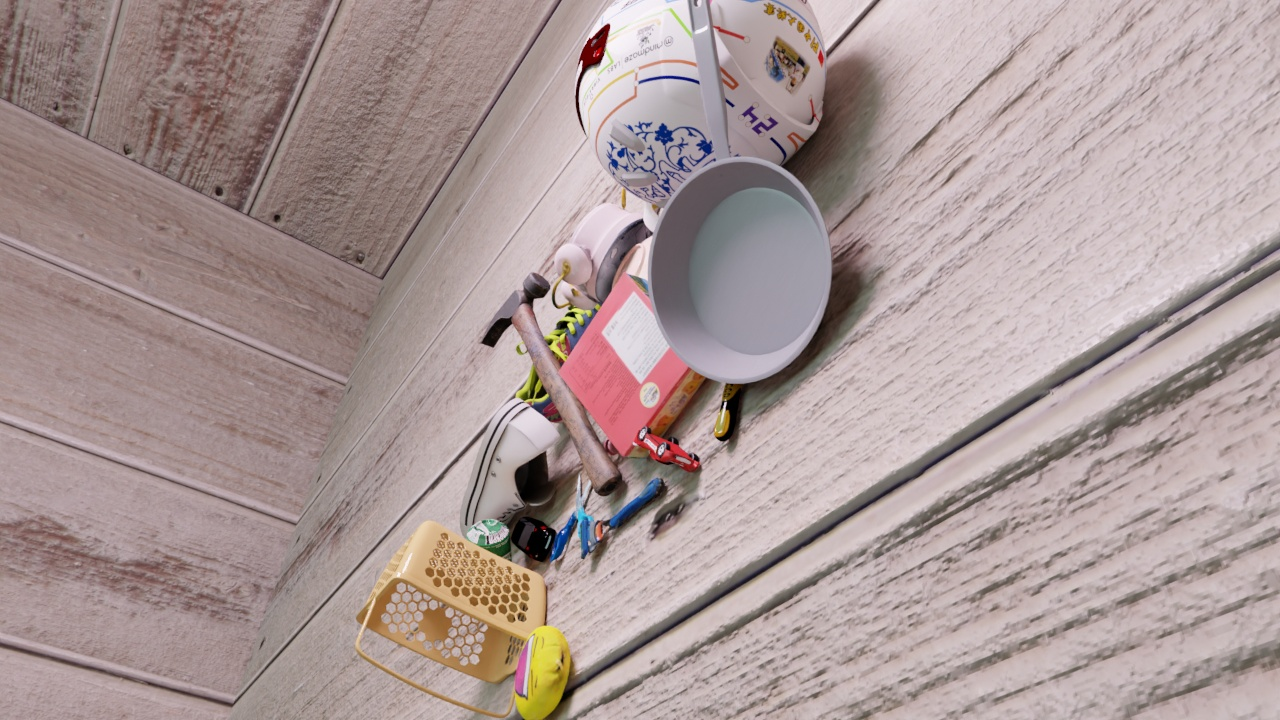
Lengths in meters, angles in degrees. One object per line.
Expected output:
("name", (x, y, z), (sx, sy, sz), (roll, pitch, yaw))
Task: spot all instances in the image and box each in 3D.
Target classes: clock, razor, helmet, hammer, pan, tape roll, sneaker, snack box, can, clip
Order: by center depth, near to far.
("pan", (0.081, -0.158, 0.827), (0.201, 0.050, 0.356), (-6, 89, 42))
("razor", (0.089, 0.011, 0.868), (0.044, 0.021, 0.143), (-10, 53, 40))
("razor", (-0.018, 0.160, 0.948), (0.141, 0.018, 0.043), (-41, 38, 36))
("snack box", (-0.006, 0.006, 0.977), (0.143, 0.040, 0.145), (-55, 53, 20))
("helmet", (0.049, -0.277, 0.981), (0.315, 0.231, 0.235), (-14, 54, 49))
("clip", (-0.020, 0.078, 1.038), (0.045, 0.023, 0.059), (-44, 26, 38))
("tape roll", (0.051, -0.167, 1.051), (0.093, 0.094, 0.019), (-95, 8, -51))
("hammer", (-0.104, 0.036, 1.093), (0.120, 0.033, 0.330), (-49, 47, 20))
("clock", (-0.050, -0.120, 1.108), (0.157, 0.059, 0.117), (-48, -21, -17))
("can", (-0.183, 0.245, 1.119), (0.053, 0.053, 0.101), (-118, 25, -63))
("sneaker", (-0.156, 0.162, 1.174), (0.091, 0.097, 0.246), (-37, -23, -51))
("sneaker", (-0.084, -0.031, 1.182), (0.116, 0.091, 0.242), (31, 97, 43))

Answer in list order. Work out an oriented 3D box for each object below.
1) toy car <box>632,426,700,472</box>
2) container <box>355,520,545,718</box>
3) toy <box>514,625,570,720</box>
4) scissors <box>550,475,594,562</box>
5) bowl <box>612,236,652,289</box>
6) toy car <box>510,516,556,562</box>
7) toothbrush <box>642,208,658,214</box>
("toy car", (0.025, 0.089, 0.902), (0.025, 0.038, 0.089), (-65, 22, 3))
("container", (-0.208, 0.291, 1.006), (0.130, 0.183, 0.166), (-46, 21, 36))
("toy", (-0.101, 0.316, 0.930), (0.094, 0.041, 0.095), (-44, 32, 46))
("scissors", (-0.078, 0.179, 1.061), (0.119, 0.014, 0.129), (-52, 24, 27))
("bowl", (0.016, -0.089, 1.063), (0.153, 0.076, 0.152), (-48, 27, 34))
("toy car", (-0.133, 0.214, 1.112), (0.092, 0.036, 0.042), (5, 71, 66))
("toothbrush", (-0.010, -0.138, 1.244), (0.019, 0.018, 0.187), (-21, 47, 65))
